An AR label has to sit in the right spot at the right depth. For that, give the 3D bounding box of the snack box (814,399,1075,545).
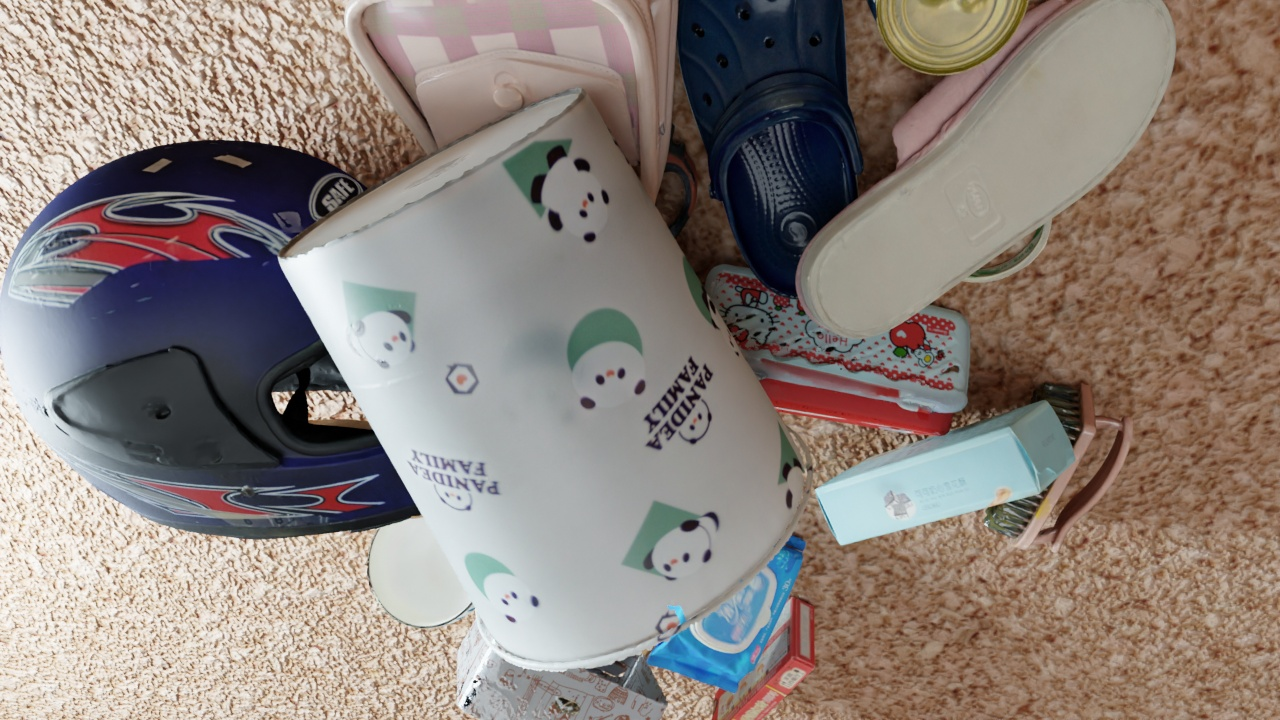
[{"bbox_3d":[0.222,0.086,0.682,0.175,0.074,0.051,-29,84,44],"label":"snack box"}]

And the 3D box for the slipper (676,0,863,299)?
[{"bbox_3d":[0.081,-0.148,0.570,0.105,0.095,0.253,-8,117,12],"label":"slipper"}]

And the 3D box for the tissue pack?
[{"bbox_3d":[0.076,0.212,0.806,0.095,0.052,0.157,26,88,-11],"label":"tissue pack"}]

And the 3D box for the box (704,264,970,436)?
[{"bbox_3d":[0.136,-0.008,0.678,0.201,0.095,0.101,10,86,-6],"label":"box"}]

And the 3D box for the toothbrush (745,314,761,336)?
[{"bbox_3d":[0.076,0.014,0.732,0.016,0.018,0.192,12,122,-2],"label":"toothbrush"}]

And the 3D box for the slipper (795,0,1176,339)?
[{"bbox_3d":[0.207,-0.120,0.568,0.274,0.054,0.114,-43,117,6],"label":"slipper"}]

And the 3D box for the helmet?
[{"bbox_3d":[-0.258,-0.026,0.628,0.315,0.246,0.241,2,123,0],"label":"helmet"}]

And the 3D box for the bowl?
[{"bbox_3d":[-0.184,0.186,0.848,0.116,0.116,0.066,-3,166,12],"label":"bowl"}]

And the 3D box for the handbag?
[{"bbox_3d":[-0.066,-0.152,0.593,0.193,0.093,0.234,7,132,20],"label":"handbag"}]

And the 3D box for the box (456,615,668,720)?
[{"bbox_3d":[-0.049,0.245,0.855,0.182,0.154,0.185,29,91,-13],"label":"box"}]

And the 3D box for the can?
[{"bbox_3d":[0.163,-0.211,0.509,0.075,0.111,0.075,4,123,5],"label":"can"}]

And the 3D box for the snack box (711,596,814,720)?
[{"bbox_3d":[0.115,0.300,0.877,0.025,0.075,0.153,26,123,-7],"label":"snack box"}]

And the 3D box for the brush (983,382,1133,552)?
[{"bbox_3d":[0.319,0.092,0.710,0.073,0.063,0.146,16,126,11],"label":"brush"}]

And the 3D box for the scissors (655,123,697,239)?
[{"bbox_3d":[-0.002,-0.079,0.680,0.189,0.015,0.226,19,129,0],"label":"scissors"}]

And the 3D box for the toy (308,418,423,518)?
[{"bbox_3d":[-0.255,0.084,0.779,0.226,0.082,0.143,7,155,5],"label":"toy"}]

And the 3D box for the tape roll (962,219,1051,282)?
[{"bbox_3d":[0.236,-0.094,0.631,0.086,0.013,0.086,5,124,7],"label":"tape roll"}]

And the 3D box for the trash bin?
[{"bbox_3d":[-0.055,0.003,0.525,0.230,0.229,0.252,-19,114,21],"label":"trash bin"}]
